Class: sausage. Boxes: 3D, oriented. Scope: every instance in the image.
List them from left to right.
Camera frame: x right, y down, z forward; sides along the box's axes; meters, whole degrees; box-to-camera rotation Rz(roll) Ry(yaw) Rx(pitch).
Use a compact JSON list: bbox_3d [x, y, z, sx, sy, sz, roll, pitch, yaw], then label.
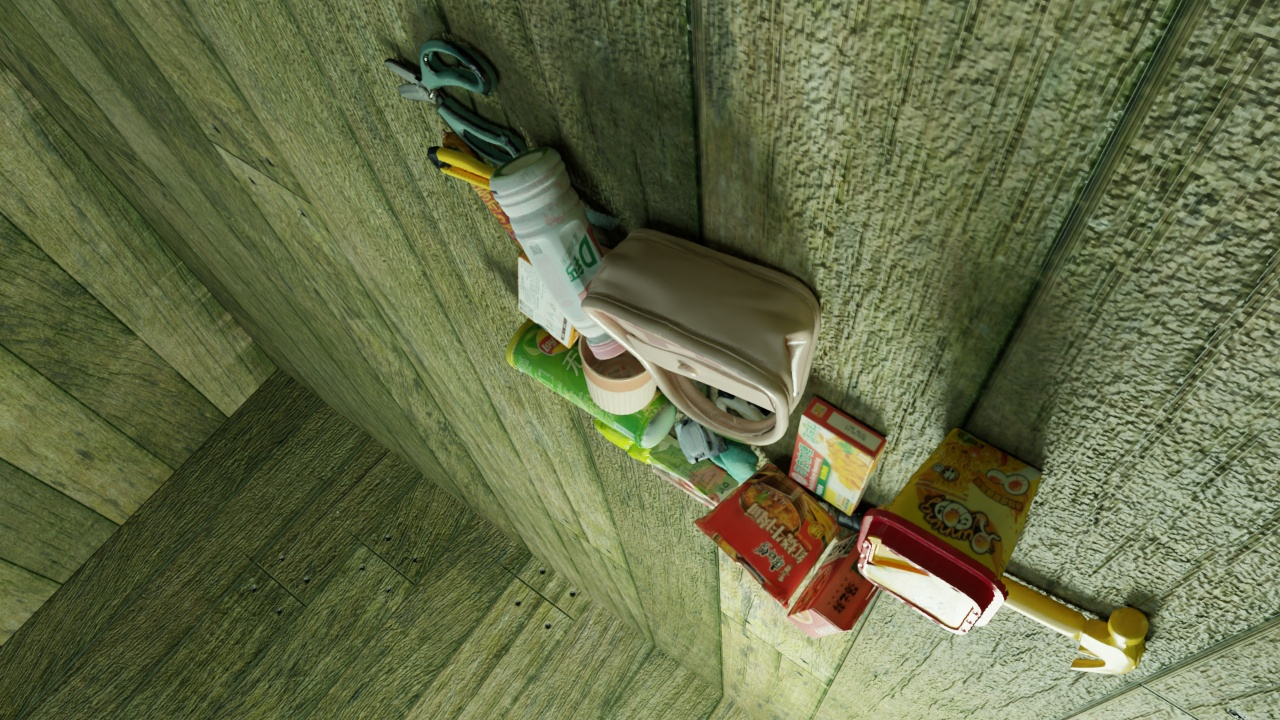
[{"bbox_3d":[-0.150,-0.167,0.930,0.021,0.021,0.165,13,147,50],"label":"sausage"}]

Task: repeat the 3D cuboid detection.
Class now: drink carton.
[{"bbox_3d":[0.069,0.150,1.187,0.122,0.045,0.053,31,160,21],"label":"drink carton"}]

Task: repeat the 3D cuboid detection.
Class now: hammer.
[{"bbox_3d":[0.330,0.212,0.892,0.301,0.032,0.129,25,154,34],"label":"hammer"}]

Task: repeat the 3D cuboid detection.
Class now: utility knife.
[{"bbox_3d":[-0.113,-0.160,0.861,0.216,0.015,0.033,23,152,19],"label":"utility knife"}]

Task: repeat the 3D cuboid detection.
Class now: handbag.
[{"bbox_3d":[0.062,0.002,0.816,0.193,0.093,0.234,25,157,26],"label":"handbag"}]

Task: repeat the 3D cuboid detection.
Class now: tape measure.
[{"bbox_3d":[0.108,0.046,0.920,0.066,0.033,0.066,33,161,16],"label":"tape measure"}]

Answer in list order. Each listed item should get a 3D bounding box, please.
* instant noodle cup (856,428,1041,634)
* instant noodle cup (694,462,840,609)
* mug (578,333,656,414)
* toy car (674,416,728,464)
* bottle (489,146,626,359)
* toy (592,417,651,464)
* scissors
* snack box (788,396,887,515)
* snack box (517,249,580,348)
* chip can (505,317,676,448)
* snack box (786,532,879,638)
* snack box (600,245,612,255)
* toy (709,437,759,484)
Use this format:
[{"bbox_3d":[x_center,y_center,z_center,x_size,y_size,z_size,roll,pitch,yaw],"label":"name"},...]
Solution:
[{"bbox_3d":[0.249,0.132,0.729,0.116,0.123,0.116,31,158,23],"label":"instant noodle cup"},{"bbox_3d":[0.145,0.187,1.013,0.138,0.108,0.138,43,175,4],"label":"instant noodle cup"},{"bbox_3d":[-0.006,0.006,0.983,0.114,0.081,0.106,6,157,3],"label":"mug"},{"bbox_3d":[0.065,0.088,1.053,0.054,0.036,0.121,67,164,6],"label":"toy car"},{"bbox_3d":[-0.065,-0.090,0.828,0.068,0.068,0.197,12,134,51],"label":"bottle"},{"bbox_3d":[-0.022,0.107,1.273,0.100,0.031,0.097,45,160,-28],"label":"toy"},{"bbox_3d":[-0.165,-0.227,0.836,0.177,0.019,0.171,13,148,47],"label":"scissors"},{"bbox_3d":[0.189,0.096,0.895,0.077,0.027,0.156,33,159,20],"label":"snack box"},{"bbox_3d":[-0.092,-0.066,0.960,0.075,0.026,0.154,37,161,5],"label":"snack box"},{"bbox_3d":[-0.059,0.026,1.109,0.221,0.072,0.073,31,158,23],"label":"chip can"},{"bbox_3d":[0.227,0.250,1.031,0.044,0.113,0.127,38,159,7],"label":"snack box"},{"bbox_3d":[-0.049,-0.087,0.918,0.157,0.026,0.084,28,158,30],"label":"snack box"},{"bbox_3d":[0.111,0.119,1.077,0.096,0.030,0.092,29,156,42],"label":"toy"}]
